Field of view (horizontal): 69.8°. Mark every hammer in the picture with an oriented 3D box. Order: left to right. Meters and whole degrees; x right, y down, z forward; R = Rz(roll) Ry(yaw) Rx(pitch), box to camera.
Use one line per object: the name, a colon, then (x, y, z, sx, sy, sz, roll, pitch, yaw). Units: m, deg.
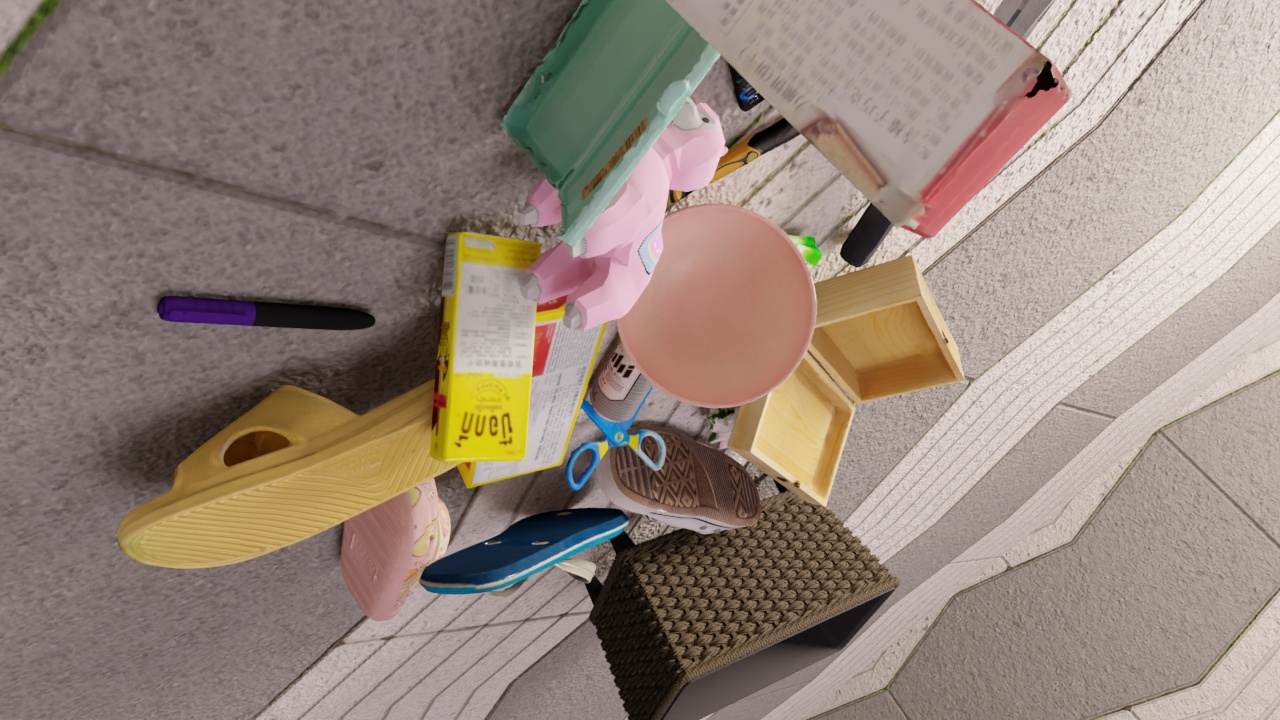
hammer: (0.246, -0.194, 0.730, 0.139, 0.035, 0.313, -46, 168, -40)

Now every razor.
razor: (0.063, -0.147, 0.670, 0.144, 0.021, 0.044, -30, 149, -10)

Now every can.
can: (-0.005, 0.005, 0.789, 0.043, 0.044, 0.107, -3, 137, -40)

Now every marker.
marker: (-0.225, -0.027, 0.566, 0.133, 0.018, 0.015, 2, 114, -44)

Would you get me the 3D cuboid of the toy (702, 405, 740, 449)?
toy: (0.103, 0.057, 0.966, 0.095, 0.041, 0.109, -25, 154, -14)

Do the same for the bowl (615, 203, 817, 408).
bowl: (0.058, -0.040, 0.711, 0.153, 0.153, 0.076, -37, 175, 6)

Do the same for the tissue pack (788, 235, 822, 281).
tissue pack: (0.095, -0.065, 0.796, 0.099, 0.034, 0.114, 2, 134, -40)

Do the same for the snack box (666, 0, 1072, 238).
snack box: (0.050, -0.168, 0.383, 0.077, 0.273, 0.044, -49, 153, 22)

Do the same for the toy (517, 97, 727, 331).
toy: (-0.007, -0.098, 0.597, 0.157, 0.067, 0.123, -38, 150, -32)

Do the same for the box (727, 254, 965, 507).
box: (0.206, 0.022, 0.940, 0.252, 0.119, 0.247, -49, 146, 3)

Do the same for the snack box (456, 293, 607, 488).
snack box: (-0.091, 0.020, 0.732, 0.092, 0.042, 0.201, -13, 142, -30)

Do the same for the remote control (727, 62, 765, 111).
remote control: (0.071, -0.215, 0.583, 0.045, 0.021, 0.140, -33, 154, 1)

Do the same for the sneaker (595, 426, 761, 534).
sneaker: (0.024, 0.136, 0.974, 0.097, 0.091, 0.245, -22, 154, 33)

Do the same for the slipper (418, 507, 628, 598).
slipper: (-0.089, 0.181, 0.826, 0.118, 0.060, 0.294, -10, 178, 21)

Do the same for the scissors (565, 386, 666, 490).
scissors: (-0.022, 0.072, 0.850, 0.127, 0.013, 0.125, 45, 73, -37)

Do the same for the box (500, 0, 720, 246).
box: (0.004, -0.162, 0.483, 0.055, 0.138, 0.187, 16, 124, -44)

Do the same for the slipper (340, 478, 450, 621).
slipper: (-0.196, 0.146, 0.768, 0.081, 0.093, 0.198, -21, 149, -40)

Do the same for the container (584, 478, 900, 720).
container: (0.103, 0.277, 1.104, 0.320, 0.205, 0.177, -13, 143, -30)

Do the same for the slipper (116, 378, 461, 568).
slipper: (-0.220, 0.061, 0.634, 0.263, 0.078, 0.100, -23, 148, -18)

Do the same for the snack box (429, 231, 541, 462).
snack box: (-0.103, -0.008, 0.609, 0.061, 0.026, 0.149, 3, 92, -36)
